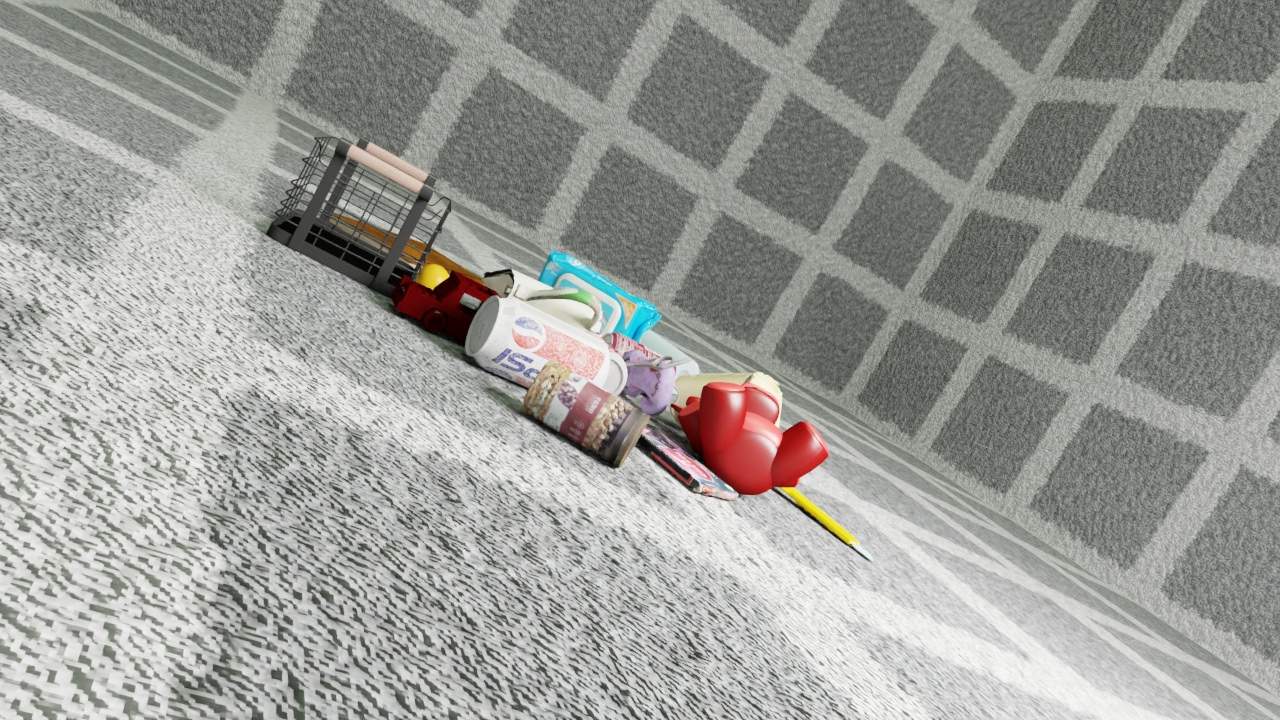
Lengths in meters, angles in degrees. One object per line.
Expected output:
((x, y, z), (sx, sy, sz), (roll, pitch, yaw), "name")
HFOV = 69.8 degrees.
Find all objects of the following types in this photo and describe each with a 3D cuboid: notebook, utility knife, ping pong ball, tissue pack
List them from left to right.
((-0.322, -0.150, 1.356), (0.178, 0.014, 0.249), (31, 7, 19), "notebook")
((-0.257, -0.099, 1.137), (0.040, 0.040, 0.040), (29, 7, -4), "ping pong ball")
((-0.077, -0.075, 1.410), (0.209, 0.117, 0.066), (32, 13, 18), "tissue pack")
((0.219, 0.189, 1.114), (0.030, 0.017, 0.175), (16, 14, -46), "utility knife")

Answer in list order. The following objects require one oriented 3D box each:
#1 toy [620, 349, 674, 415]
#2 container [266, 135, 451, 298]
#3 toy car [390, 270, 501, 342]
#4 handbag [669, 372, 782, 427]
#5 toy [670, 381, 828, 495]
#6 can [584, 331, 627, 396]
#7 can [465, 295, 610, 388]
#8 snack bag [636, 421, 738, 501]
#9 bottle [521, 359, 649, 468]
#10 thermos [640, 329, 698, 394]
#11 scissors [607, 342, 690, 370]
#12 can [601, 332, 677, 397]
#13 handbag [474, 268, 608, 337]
((0.005, 0.029, 1.190), (0.036, 0.080, 0.100), (4, 4, -40), "toy")
((-0.317, -0.178, 1.077), (0.162, 0.130, 0.241), (28, 7, -17), "container")
((-0.179, -0.048, 0.992), (0.169, 0.062, 0.070), (26, 8, -27), "toy car")
((0.114, 0.055, 1.188), (0.119, 0.081, 0.111), (0, -17, 30), "handbag")
((0.117, 0.086, 1.064), (0.158, 0.120, 0.197), (26, -1, -5), "toy")
((-0.060, 0.005, 1.095), (0.064, 0.064, 0.105), (26, 7, -25), "can")
((-0.104, -0.009, 0.946), (0.136, 0.078, 0.078), (26, 8, -29), "can")
((0.032, 0.101, 0.978), (0.155, 0.018, 0.074), (37, 9, 40), "snack bag")
((-0.050, 0.048, 0.840), (0.105, 0.056, 0.056), (30, 7, 6), "bottle")
((0.014, -0.013, 1.553), (0.077, 0.065, 0.207), (-7, 28, -33), "thermos")
((-0.015, 0.005, 1.162), (0.172, 0.014, 0.141), (-10, 28, 17), "scissors")
((-0.008, 0.008, 1.304), (0.114, 0.063, 0.063), (27, 7, -24), "can")
((-0.114, -0.057, 1.154), (0.151, 0.074, 0.176), (25, -17, -33), "handbag")
